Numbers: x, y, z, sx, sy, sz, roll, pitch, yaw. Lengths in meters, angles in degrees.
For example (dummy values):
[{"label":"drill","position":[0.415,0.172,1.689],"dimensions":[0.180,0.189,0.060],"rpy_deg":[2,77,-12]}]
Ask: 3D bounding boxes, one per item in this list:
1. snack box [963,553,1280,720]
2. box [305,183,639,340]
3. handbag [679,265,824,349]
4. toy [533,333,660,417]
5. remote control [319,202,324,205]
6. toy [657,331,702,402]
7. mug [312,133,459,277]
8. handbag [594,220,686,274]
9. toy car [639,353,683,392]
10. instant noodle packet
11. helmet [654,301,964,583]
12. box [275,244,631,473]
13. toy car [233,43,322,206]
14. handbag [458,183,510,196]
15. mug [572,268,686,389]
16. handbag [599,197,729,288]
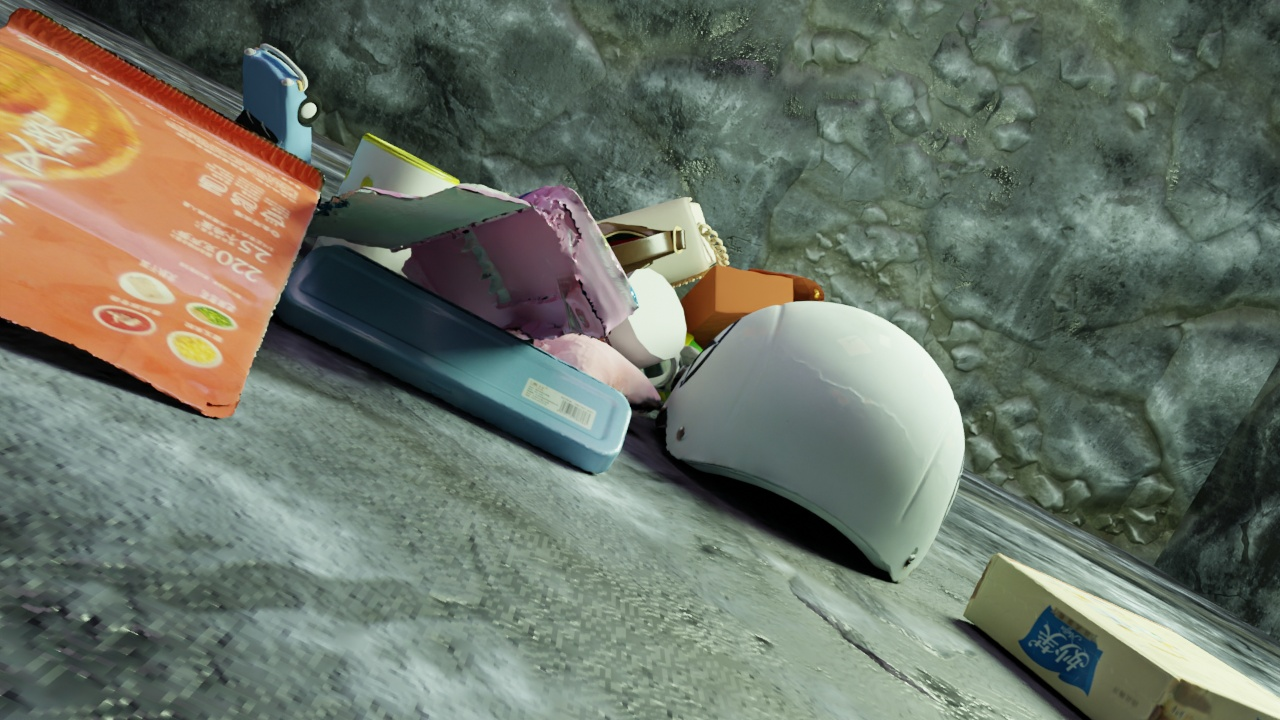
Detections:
[{"label":"snack box","position":[0.342,0.213,0.609],"dimensions":[0.207,0.055,0.153],"rpy_deg":[25,7,-24]},{"label":"box","position":[-0.113,-0.070,0.555],"dimensions":[0.158,0.066,0.231],"rpy_deg":[36,-19,-29]},{"label":"handbag","position":[0.098,-0.048,0.914],"dimensions":[0.108,0.060,0.172],"rpy_deg":[5,-15,-13]},{"label":"toy","position":[-0.040,0.009,0.674],"dimensions":[0.093,0.050,0.102],"rpy_deg":[35,12,31]},{"label":"remote control","position":[-0.248,-0.128,0.854],"dimensions":[0.151,0.019,0.074],"rpy_deg":[7,-2,20]},{"label":"toy","position":[0.032,-0.005,0.868],"dimensions":[0.131,0.096,0.124],"rpy_deg":[47,-24,26]},{"label":"mug","position":[-0.207,-0.117,0.743],"dimensions":[0.082,0.106,0.082],"rpy_deg":[28,6,-3]},{"label":"handbag","position":[-0.038,-0.083,0.731],"dimensions":[0.139,0.063,0.166],"rpy_deg":[2,11,38]},{"label":"toy car","position":[-0.005,0.005,0.817],"dimensions":[0.033,0.048,0.106],"rpy_deg":[-32,23,-36]},{"label":"instant noodle packet","position":[-0.231,-0.062,0.388],"dimensions":[0.164,0.084,0.220],"rpy_deg":[30,13,-25]},{"label":"helmet","position":[0.147,0.039,0.728],"dimensions":[0.236,0.164,0.263],"rpy_deg":[30,5,8]},{"label":"box","position":[-0.102,-0.007,0.545],"dimensions":[0.209,0.049,0.120],"rpy_deg":[28,7,-7]},{"label":"toy car","position":[-0.282,-0.162,0.703],"dimensions":[0.056,0.154,0.054],"rpy_deg":[39,47,20]},{"label":"handbag","position":[-0.195,-0.137,0.975],"dimensions":[0.123,0.112,0.171],"rpy_deg":[18,7,-4]},{"label":"mug","position":[-0.012,-0.015,0.750],"dimensions":[0.090,0.073,0.105],"rpy_deg":[-19,-55,37]},{"label":"handbag","position":[-0.031,-0.090,0.922],"dimensions":[0.210,0.103,0.209],"rpy_deg":[-18,4,-11]}]
